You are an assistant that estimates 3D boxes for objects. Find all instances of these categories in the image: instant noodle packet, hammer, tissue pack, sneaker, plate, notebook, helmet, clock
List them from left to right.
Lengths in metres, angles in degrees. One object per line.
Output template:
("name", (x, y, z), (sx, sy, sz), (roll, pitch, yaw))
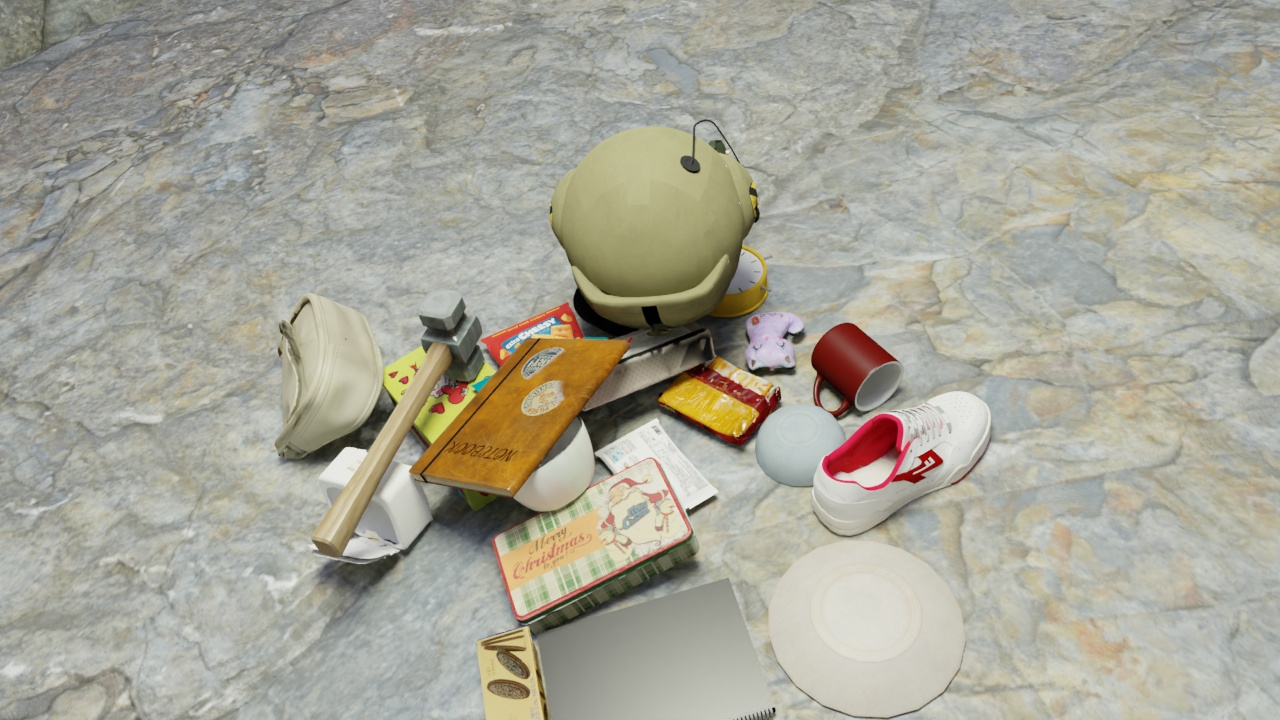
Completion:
("hammer", (-0.263, 0.068, 1.005), (0.051, 0.117, 0.321), (10, 51, 16))
("notebook", (-0.136, 0.049, 1.034), (0.179, 0.014, 0.248), (2, 42, 39))
("tissue pack", (-0.007, 0.007, 1.127), (0.181, 0.071, 0.104), (-24, 21, -13))
("notebook", (0.011, 0.307, 0.901), (0.206, 0.016, 0.148), (-16, 45, -3))
("helmet", (0.015, -0.147, 1.089), (0.250, 0.256, 0.232), (-4, 42, 9))
("instant noodle packet", (0.016, 0.128, 1.060), (0.087, 0.026, 0.134), (-28, 48, -15))
("clock", (0.103, -0.112, 1.253), (0.152, 0.052, 0.113), (2, 48, 8))
("instant noodle packet", (0.094, 0.044, 1.115), (0.135, 0.040, 0.098), (26, 56, 30))
("plate", (0.221, 0.252, 0.901), (0.189, 0.027, 0.188), (-6, 46, 6))
("sneaker", (0.288, 0.087, 0.989), (0.236, 0.104, 0.090), (-27, 48, -14))

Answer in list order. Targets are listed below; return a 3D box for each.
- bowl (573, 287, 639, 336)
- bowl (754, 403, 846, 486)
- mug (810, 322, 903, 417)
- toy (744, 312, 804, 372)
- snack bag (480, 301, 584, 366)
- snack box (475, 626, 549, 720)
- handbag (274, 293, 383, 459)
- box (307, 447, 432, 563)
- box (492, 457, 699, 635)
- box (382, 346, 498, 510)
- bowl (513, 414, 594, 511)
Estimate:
("bowl", (-0.025, -0.070, 1.236), (0.124, 0.053, 0.123), (-6, 46, 6))
("bowl", (0.182, 0.089, 1.049), (0.106, 0.039, 0.106), (-8, 49, 9))
("mug", (0.246, 0.019, 1.094), (0.106, 0.073, 0.082), (-47, 50, 7))
("toy", (0.171, -0.026, 1.167), (0.080, 0.036, 0.099), (-5, 45, 6))
("snack bag", (-0.126, -0.008, 1.208), (0.130, 0.039, 0.144), (-24, 47, -12))
("snack box", (-0.109, 0.355, 0.851), (0.057, 0.056, 0.206), (-15, 46, -4))
("handbag", (-0.431, 0.004, 1.169), (0.184, 0.132, 0.228), (-44, 39, 25))
("box", (-0.317, 0.181, 1.022), (0.110, 0.103, 0.129), (14, 42, 24))
("box", (-0.049, 0.196, 0.976), (0.205, 0.050, 0.117), (-26, 46, 0))
("box", (-0.216, 0.068, 1.127), (0.124, 0.082, 0.221), (-32, 48, -18))
("bowl", (-0.102, 0.114, 1.004), (0.116, 0.066, 0.116), (-22, 25, 11))
